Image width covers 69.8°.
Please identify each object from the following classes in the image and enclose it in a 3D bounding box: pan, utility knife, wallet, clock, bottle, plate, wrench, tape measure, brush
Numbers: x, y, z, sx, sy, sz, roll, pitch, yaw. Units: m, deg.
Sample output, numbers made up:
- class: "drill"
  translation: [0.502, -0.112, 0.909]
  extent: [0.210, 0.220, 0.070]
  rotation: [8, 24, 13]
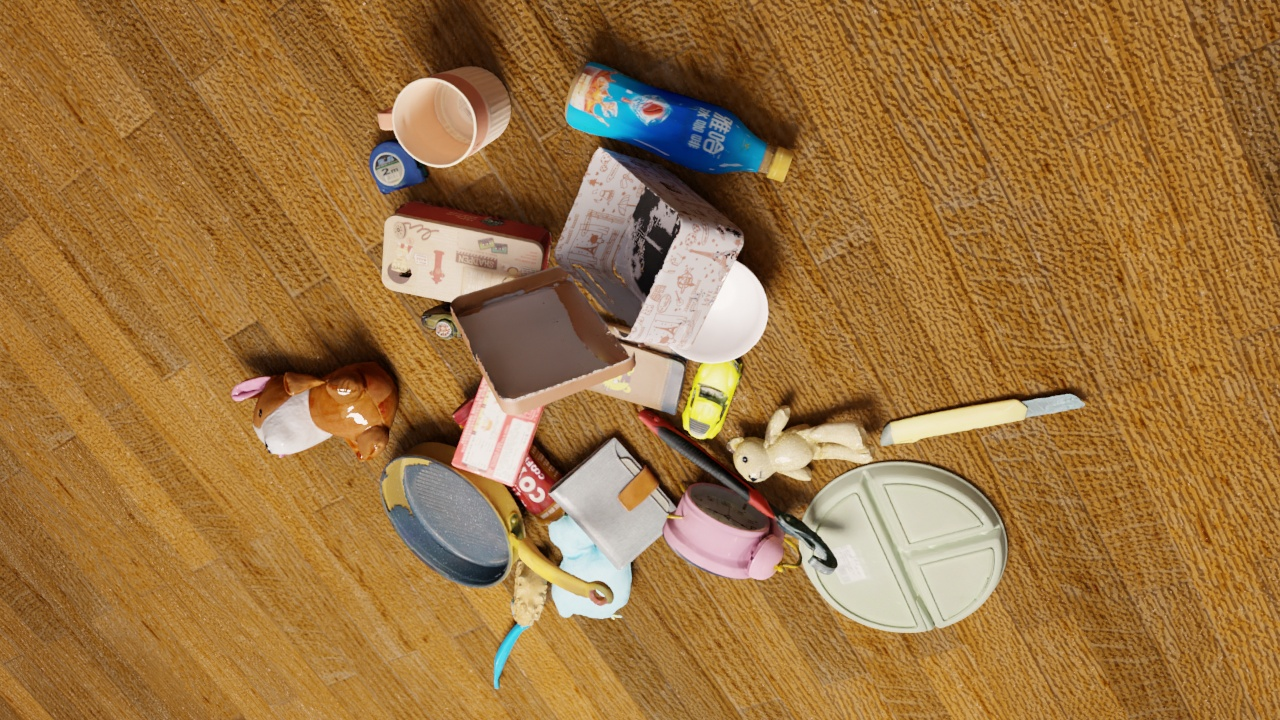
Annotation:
- class: "pan"
  translation: [-0.168, 0.208, 1.065]
  extent: [0.358, 0.078, 0.198]
  rotation: [9, 124, 29]
- class: "utility knife"
  translation: [0.351, 0.061, 0.956]
  extent: [0.205, 0.021, 0.031]
  rotation: [-11, 115, 26]
- class: "wallet"
  translation: [-0.006, 0.006, 1.013]
  extent: [0.115, 0.033, 0.090]
  rotation: [16, 118, 10]
- class: "clock"
  translation: [0.106, 0.195, 1.028]
  extent: [0.158, 0.117, 0.060]
  rotation: [24, 106, 4]
- class: "wallet"
  translation: [-0.026, 0.167, 1.070]
  extent: [0.106, 0.037, 0.130]
  rotation: [-40, 104, -3]
- class: "bottle"
  translation: [-0.150, 0.115, 1.084]
  extent: [0.058, 0.057, 0.175]
  rotation: [-36, 102, 25]
- class: "bottle"
  translation: [0.038, -0.220, 0.876]
  extent: [0.219, 0.065, 0.065]
  rotation: [21, 118, 3]
- class: "plate"
  translation: [0.295, 0.219, 1.040]
  extent: [0.230, 0.027, 0.230]
  rotation: [6, 115, 12]
- class: "wrench"
  translation: [0.107, 0.140, 1.018]
  extent: [0.273, 0.056, 0.016]
  rotation: [39, 111, 10]
- class: "tape measure"
  translation: [-0.260, -0.208, 0.978]
  extent: [0.058, 0.025, 0.054]
  rotation: [-14, 109, 15]
- class: "brush"
  translation: [-0.164, 0.348, 1.194]
  extent: [0.046, 0.083, 0.255]
  rotation: [11, 127, -16]

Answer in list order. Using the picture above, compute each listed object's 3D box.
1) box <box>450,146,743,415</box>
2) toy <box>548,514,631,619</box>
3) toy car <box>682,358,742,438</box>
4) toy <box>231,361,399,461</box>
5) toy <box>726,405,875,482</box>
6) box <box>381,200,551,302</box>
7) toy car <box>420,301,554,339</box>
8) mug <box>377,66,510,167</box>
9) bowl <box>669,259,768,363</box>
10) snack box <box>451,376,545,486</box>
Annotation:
- class: "box"
  translation: [-0.042, -0.070, 0.872]
  extent: [0.271, 0.179, 0.134]
  rotation: [-42, 135, 3]
- class: "toy"
  translation: [-0.061, 0.252, 1.131]
  extent: [0.162, 0.049, 0.156]
  rotation: [-38, 91, 22]
- class: "toy car"
  translation: [0.077, 0.040, 1.007]
  extent: [0.048, 0.032, 0.105]
  rotation: [20, 116, 5]
- class: "toy"
  translation: [-0.388, 0.068, 1.092]
  extent: [0.200, 0.130, 0.140]
  rotation: [-3, 120, 25]
- class: "toy"
  translation: [0.173, 0.098, 0.991]
  extent: [0.157, 0.066, 0.105]
  rotation: [-11, 129, 26]
- class: "box"
  translation: [-0.184, -0.111, 0.985]
  extent: [0.168, 0.076, 0.091]
  rotation: [12, 116, 2]
- class: "toy car"
  translation: [-0.164, -0.040, 1.007]
  extent: [0.158, 0.070, 0.042]
  rotation: [11, 112, 8]
- class: "mug"
  translation: [-0.195, -0.241, 0.900]
  extent: [0.115, 0.105, 0.082]
  rotation: [1, 114, 14]
- class: "bowl"
  translation: [0.074, -0.064, 0.940]
  extent: [0.118, 0.064, 0.118]
  rotation: [5, 116, 11]
- class: "snack box"
  translation: [-0.151, 0.058, 1.034]
  extent: [0.075, 0.025, 0.153]
  rotation: [19, 88, 2]
